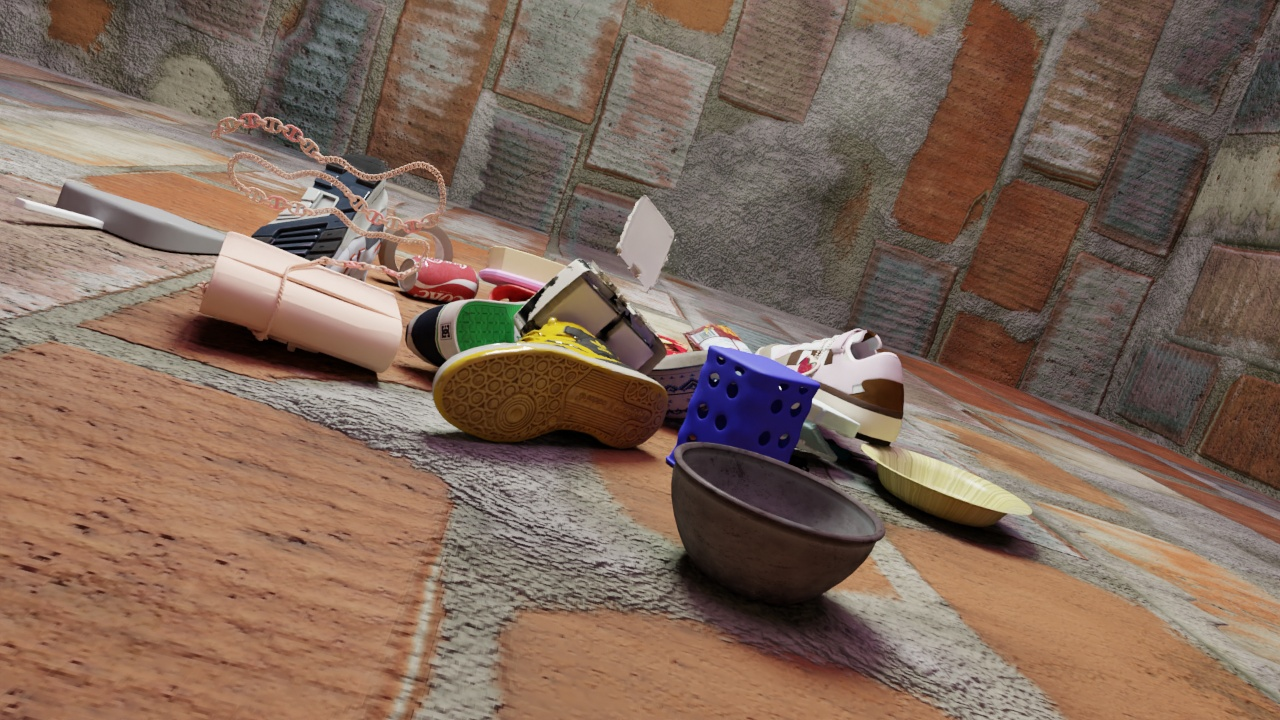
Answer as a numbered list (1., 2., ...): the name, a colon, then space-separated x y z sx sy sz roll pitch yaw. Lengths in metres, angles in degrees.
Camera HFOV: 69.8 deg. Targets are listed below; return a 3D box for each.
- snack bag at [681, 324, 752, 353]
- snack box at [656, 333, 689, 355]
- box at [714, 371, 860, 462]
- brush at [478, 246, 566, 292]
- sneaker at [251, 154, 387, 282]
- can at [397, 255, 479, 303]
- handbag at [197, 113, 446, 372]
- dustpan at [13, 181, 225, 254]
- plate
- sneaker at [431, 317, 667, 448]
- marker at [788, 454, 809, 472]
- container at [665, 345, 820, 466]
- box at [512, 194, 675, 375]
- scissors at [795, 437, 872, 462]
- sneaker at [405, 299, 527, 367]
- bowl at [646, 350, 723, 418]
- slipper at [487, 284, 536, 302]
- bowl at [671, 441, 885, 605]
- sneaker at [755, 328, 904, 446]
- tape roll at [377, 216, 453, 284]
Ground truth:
1. snack bag: 0.149 0.015 1.298 0.138 0.067 0.208 13 18 -34
2. snack box: -0.007 -0.017 1.247 0.132 0.036 0.152 20 10 4
3. box: 0.155 0.049 0.969 0.198 0.073 0.086 21 41 -48
4. brush: -0.103 -0.099 1.243 0.228 0.043 0.089 16 -5 -23
5. sneaker: -0.319 -0.097 0.933 0.089 0.124 0.239 16 49 9
6. can: -0.263 -0.104 1.197 0.096 0.054 0.054 8 15 -47
7. handbag: -0.269 -0.100 0.758 0.198 0.187 0.116 21 8 -25
8. dustpan: -0.559 -0.154 0.998 0.163 0.033 0.257 21 1 13
9. plate: 0.322 0.142 0.992 0.184 0.036 0.184 18 9 -3
10. sneaker: -0.092 0.011 0.784 0.238 0.086 0.122 14 16 -46
11. marker: 0.120 0.089 0.945 0.126 0.025 0.025 27 13 40
12. container: 0.092 0.055 0.811 0.084 0.114 0.085 11 13 -39
13. box: -0.024 -0.060 0.910 0.143 0.182 0.081 47 3 -39
14. scissors: 0.213 0.098 1.085 0.135 0.019 0.130 24 11 18
15. sneaker: -0.138 -0.020 0.922 0.079 0.084 0.235 -3 -6 30
16. bowl: 0.053 0.027 0.986 0.115 0.059 0.115 -8 7 1
17. slipper: -0.147 -0.061 1.169 0.103 0.059 0.248 23 12 19
18. bowl: 0.080 0.113 0.609 0.145 0.067 0.145 18 10 -4
19. sneaker: 0.232 0.003 1.153 0.111 0.116 0.294 14 9 -19
20. tape roll: -0.299 -0.142 1.220 0.093 0.094 0.030 12 13 -36
